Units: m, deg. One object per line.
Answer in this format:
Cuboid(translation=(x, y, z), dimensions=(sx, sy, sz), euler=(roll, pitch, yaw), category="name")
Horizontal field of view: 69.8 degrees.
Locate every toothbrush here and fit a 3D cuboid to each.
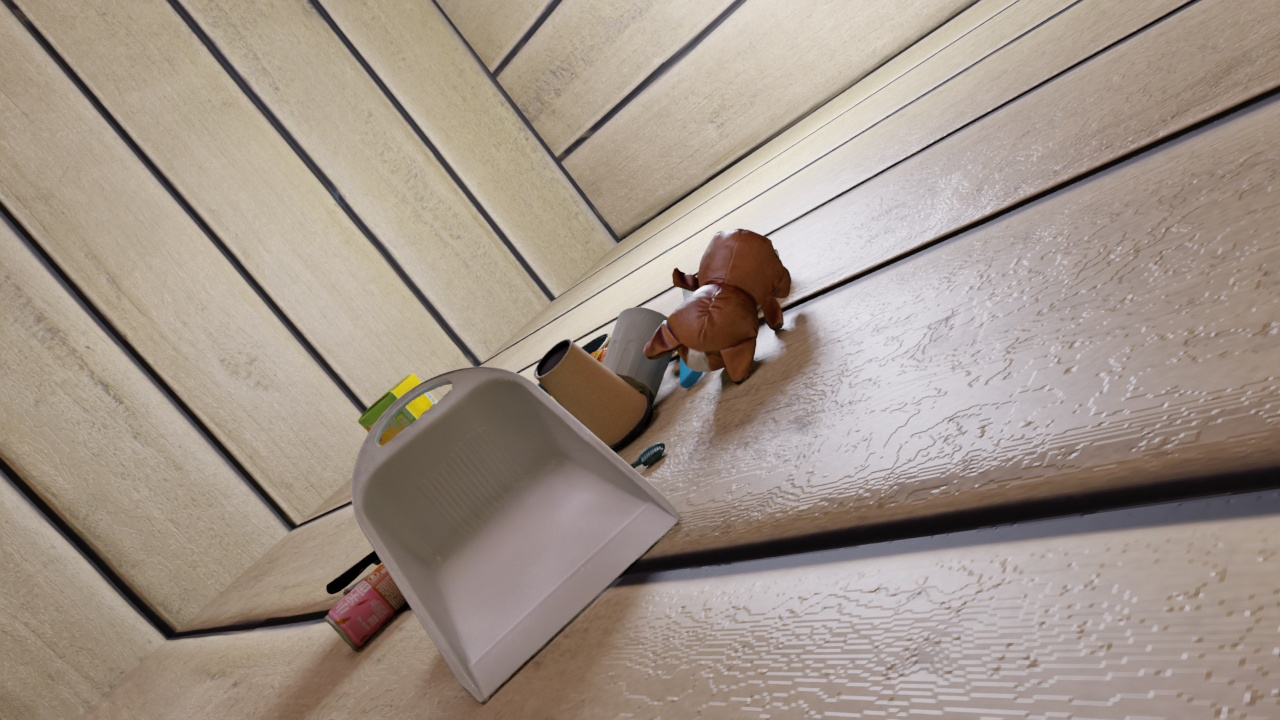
Cuboid(translation=(-0.051, 0.143, 0.959), dimensions=(0.192, 0.016, 0.018), euler=(-36, 21, 10), category="toothbrush")

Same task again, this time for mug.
Cuboid(translation=(-0.007, 0.007, 1.183), dimensions=(0.124, 0.083, 0.103), euler=(107, -178, -59), category="mug")

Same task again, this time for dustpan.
Cuboid(translation=(-0.139, 0.117, 0.810), dimensions=(0.222, 0.143, 0.258), euler=(-41, 29, -13), category="dustpan")

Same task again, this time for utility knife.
Cuboid(translation=(0.062, -0.047, 1.176), dimensions=(0.034, 0.018, 0.222), euler=(-42, 28, 29), category="utility knife")

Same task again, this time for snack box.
Cuboid(translation=(-0.312, 0.128, 1.373), dimensions=(0.070, 0.210, 0.157), euler=(-39, 9, 4), category="snack box")

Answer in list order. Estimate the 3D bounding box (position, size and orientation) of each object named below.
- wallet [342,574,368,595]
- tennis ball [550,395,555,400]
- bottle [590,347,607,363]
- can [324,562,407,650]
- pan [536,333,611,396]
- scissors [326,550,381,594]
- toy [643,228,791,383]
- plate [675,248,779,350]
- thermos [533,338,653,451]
Cuboid(translation=(-0.335, 0.289, 1.241), dimensions=(0.130, 0.037, 0.106), euler=(-31, 2, 37), category="wallet")
Cuboid(translation=(-0.099, 0.060, 1.341), dimensions=(0.065, 0.065, 0.065), euler=(-37, 10, 8), category="tennis ball")
Cuboid(translation=(-0.026, 0.004, 1.325), dimensions=(0.066, 0.067, 0.150), euler=(-46, 12, -35), category="bottle")
Cuboid(translation=(-0.313, 0.283, 1.131), dimensions=(0.147, 0.058, 0.058), euler=(-43, 11, -24), category="can")
Cuboid(translation=(-0.182, 0.040, 1.675), dimensions=(0.359, 0.078, 0.197), euler=(-28, 14, 45), category="pan")
Cuboid(translation=(-0.321, 0.241, 1.220), dimensions=(0.231, 0.021, 0.221), euler=(-36, 0, -31), category="scissors")
Cuboid(translation=(0.093, -0.055, 1.048), dimensions=(0.140, 0.131, 0.199), euler=(8, 44, 19), category="toy")
Cuboid(translation=(0.115, -0.081, 1.277), dimensions=(0.205, 0.045, 0.204), euler=(-38, 10, 7), category="plate")
Cuboid(translation=(-0.055, 0.043, 1.087), dimensions=(0.093, 0.143, 0.093), euler=(-38, 23, 19), category="thermos")
